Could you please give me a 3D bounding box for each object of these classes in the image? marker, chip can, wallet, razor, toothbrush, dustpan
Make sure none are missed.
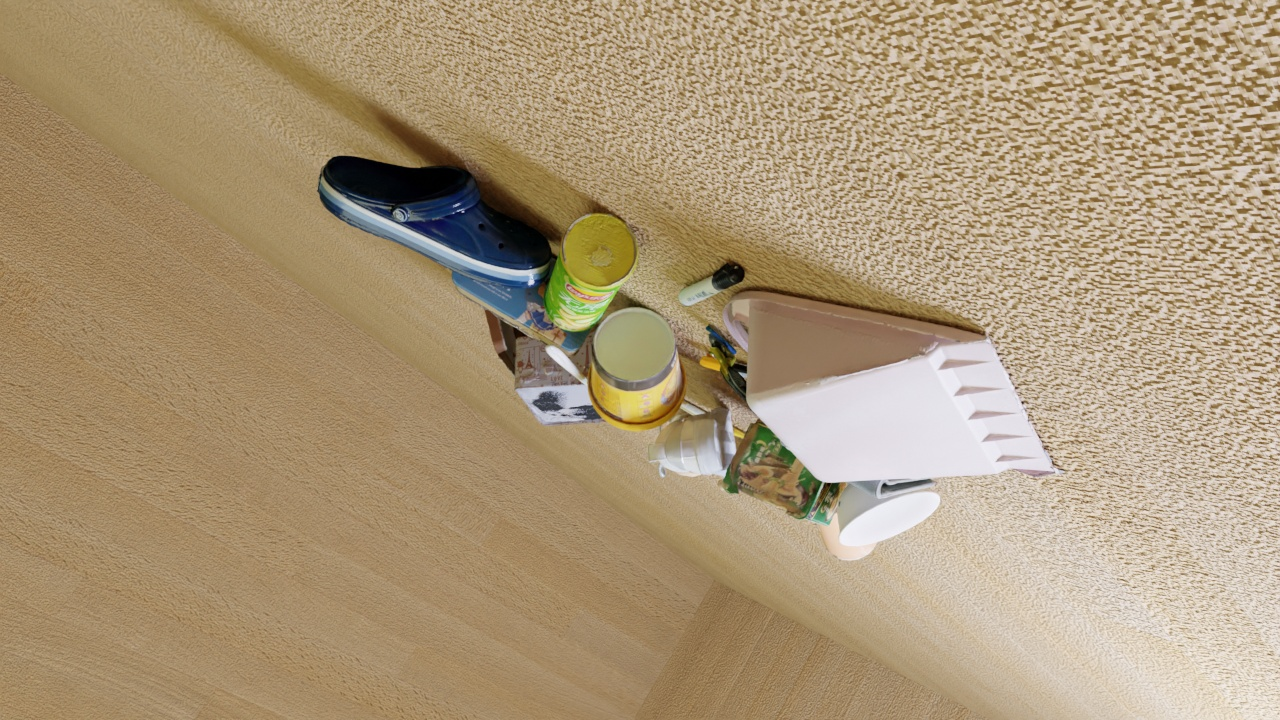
[{"bbox_3d":[0.115,0.011,1.001,0.124,0.015,0.018,16,160,44],"label":"marker"},{"bbox_3d":[-0.055,-0.082,0.927,0.072,0.072,0.221,33,167,-3],"label":"chip can"},{"bbox_3d":[0.224,0.094,0.927,0.106,0.037,0.130,-3,-161,-38],"label":"wallet"},{"bbox_3d":[0.094,0.016,0.909,0.042,0.022,0.142,37,-164,-31],"label":"razor"},{"bbox_3d":[-0.075,0.013,1.100,0.016,0.016,0.180,-8,157,16],"label":"toothbrush"},{"bbox_3d":[0.120,0.098,1.283,0.191,0.018,0.016,28,162,19],"label":"toothbrush"},{"bbox_3d":[0.200,0.006,0.803,0.274,0.138,0.222,-10,143,29],"label":"dustpan"},{"bbox_3d":[0.061,-0.068,0.832,0.022,0.018,0.131,44,164,-10],"label":"marker"}]

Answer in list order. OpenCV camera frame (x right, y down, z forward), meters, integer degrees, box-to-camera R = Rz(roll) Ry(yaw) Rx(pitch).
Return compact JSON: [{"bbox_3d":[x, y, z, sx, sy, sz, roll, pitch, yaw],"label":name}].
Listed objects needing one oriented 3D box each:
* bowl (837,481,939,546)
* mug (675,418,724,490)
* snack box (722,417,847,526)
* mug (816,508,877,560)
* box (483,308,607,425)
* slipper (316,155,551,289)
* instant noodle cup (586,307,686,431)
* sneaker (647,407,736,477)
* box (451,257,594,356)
[{"bbox_3d":[0.263,0.150,1.020,0.118,0.118,0.064,54,-166,-57],"label":"bowl"},{"bbox_3d":[0.093,0.142,1.349,0.124,0.084,0.104,44,169,5],"label":"mug"},{"bbox_3d":[0.184,0.134,1.067,0.118,0.117,0.105,19,165,41],"label":"snack box"},{"bbox_3d":[0.268,0.208,1.235,0.078,0.078,0.123,22,158,39],"label":"mug"},{"bbox_3d":[-0.111,-0.018,1.291,0.180,0.156,0.226,66,-174,-66],"label":"box"},{"bbox_3d":[-0.205,-0.161,0.956,0.252,0.104,0.095,21,127,-9],"label":"slipper"},{"bbox_3d":[-0.006,0.006,1.052,0.118,0.118,0.114,29,159,15],"label":"instant noodle cup"},{"bbox_3d":[0.067,0.107,1.142,0.091,0.089,0.242,-8,176,13],"label":"sneaker"},{"bbox_3d":[-0.132,-0.083,1.057,0.184,0.089,0.059,29,168,-6],"label":"box"}]
